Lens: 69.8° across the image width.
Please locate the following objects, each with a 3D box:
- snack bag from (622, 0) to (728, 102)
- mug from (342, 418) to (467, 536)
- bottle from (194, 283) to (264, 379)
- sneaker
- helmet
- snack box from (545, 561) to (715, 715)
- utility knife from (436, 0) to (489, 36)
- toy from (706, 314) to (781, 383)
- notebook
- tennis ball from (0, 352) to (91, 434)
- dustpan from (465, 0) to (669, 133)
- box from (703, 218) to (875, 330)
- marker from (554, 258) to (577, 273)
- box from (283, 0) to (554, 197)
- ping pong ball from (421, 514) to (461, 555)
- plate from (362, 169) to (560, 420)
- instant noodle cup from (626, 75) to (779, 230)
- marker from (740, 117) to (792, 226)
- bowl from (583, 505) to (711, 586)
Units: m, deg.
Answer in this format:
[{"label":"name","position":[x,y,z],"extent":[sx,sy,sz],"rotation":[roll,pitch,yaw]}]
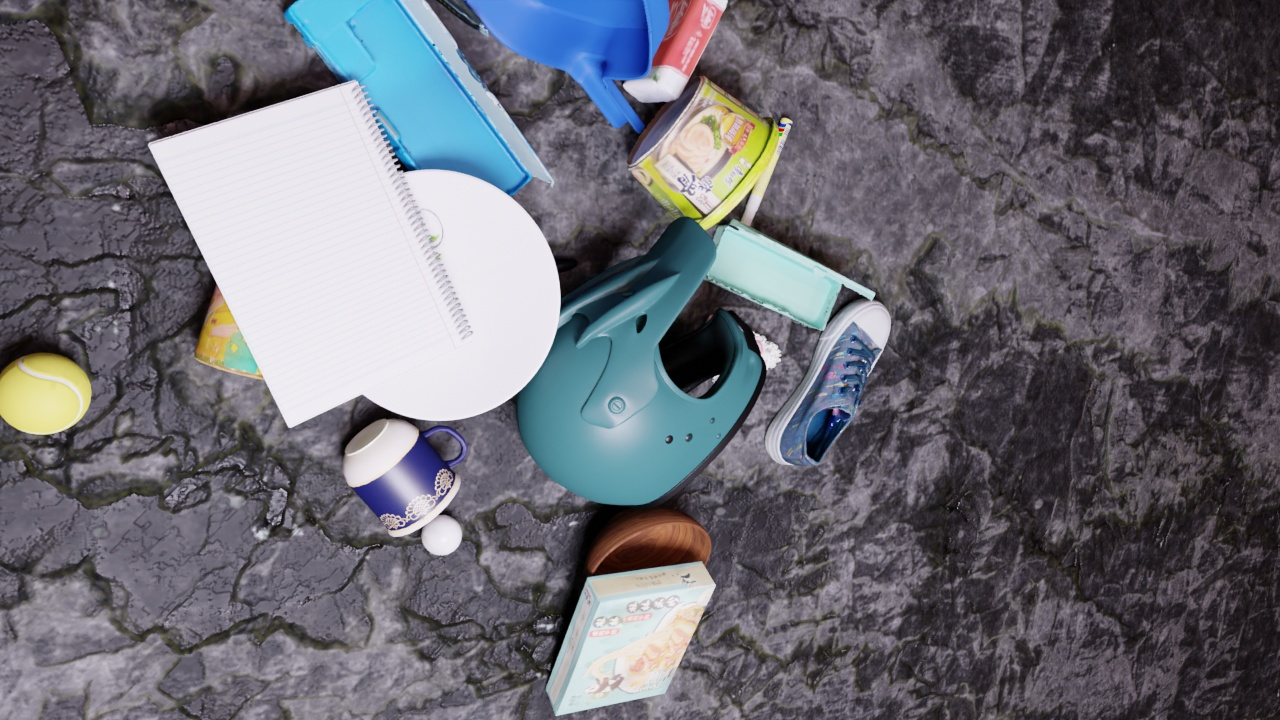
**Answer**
[{"label":"snack bag","position":[0.034,-0.317,0.923],"extent":[0.036,0.077,0.116],"rotation":[29,86,-32]},{"label":"mug","position":[-0.223,0.096,0.875],"extent":[0.111,0.086,0.089],"rotation":[-43,115,-20]},{"label":"bottle","position":[-0.318,-0.091,0.789],"extent":[0.068,0.068,0.209],"rotation":[18,88,-30]},{"label":"sneaker","position":[0.245,0.033,1.113],"extent":[0.087,0.079,0.235],"rotation":[37,83,-29]},{"label":"helmet","position":[-0.006,0.006,0.909],"extent":[0.274,0.176,0.200],"rotation":[-46,120,-2]},{"label":"snack box","position":[-0.014,0.308,1.016],"extent":[0.141,0.044,0.194],"rotation":[-1,128,-29]},{"label":"utility knife","position":[-0.200,-0.348,0.820],"extent":[0.172,0.029,0.020],"rotation":[37,88,-31]},{"label":"toy","position":[0.106,-0.003,1.056],"extent":[0.109,0.041,0.095],"rotation":[40,82,-23]},{"label":"notebook","position":[-0.264,-0.093,0.772],"extent":[0.177,0.013,0.245],"rotation":[-28,104,-26]},{"label":"tennis ball","position":[-0.476,0.026,0.732],"extent":[0.065,0.065,0.065],"rotation":[-6,104,-27]},{"label":"dustpan","position":[-0.050,-0.301,0.842],"extent":[0.059,0.246,0.257],"rotation":[-64,150,-8]},{"label":"box","position":[0.173,-0.093,1.040],"extent":[0.188,0.093,0.077],"rotation":[22,89,-30]},{"label":"marker","position":[-0.125,-0.086,0.925],"extent":[0.133,0.015,0.018],"rotation":[-13,135,-25]},{"label":"box","position":[-0.184,-0.232,0.803],"extent":[0.093,0.115,0.243],"rotation":[-45,118,-14]},{"label":"ping pong ball","position":[-0.201,0.176,0.928],"extent":[0.040,0.040,0.040],"rotation":[-6,104,-27]},{"label":"plate","position":[-0.187,-0.059,0.852],"extent":[0.229,0.030,0.229],"rotation":[0,98,2]},{"label":"instant noodle cup","position":[0.058,-0.211,0.927],"extent":[0.098,0.146,0.146],"rotation":[37,82,-19]},{"label":"marker","position":[0.141,-0.211,1.041],"extent":[0.014,0.014,0.132],"rotation":[22,90,-30]},{"label":"bowl","position":[-0.002,0.206,1.016],"extent":[0.147,0.069,0.147],"rotation":[-15,134,-16]}]
